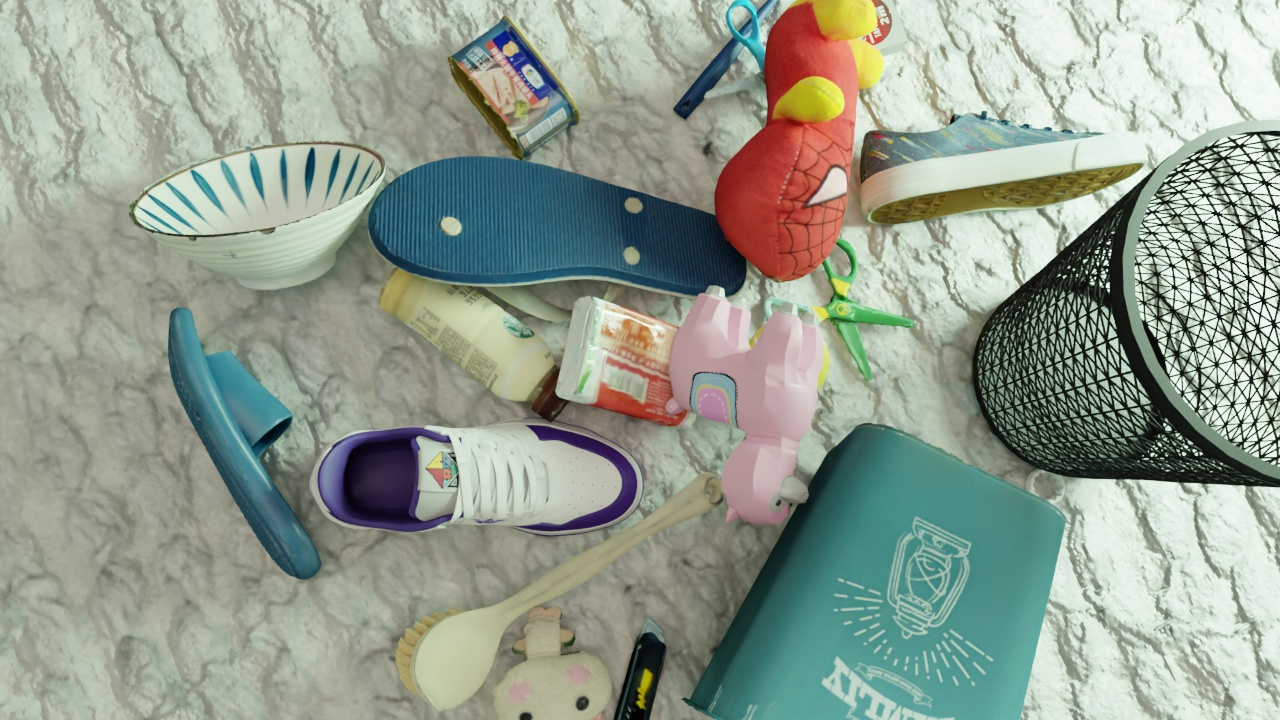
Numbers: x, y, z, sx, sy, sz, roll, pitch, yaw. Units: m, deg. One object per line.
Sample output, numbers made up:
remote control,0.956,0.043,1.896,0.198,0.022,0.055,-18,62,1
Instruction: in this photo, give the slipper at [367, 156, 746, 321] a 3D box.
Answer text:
slipper,-0.059,-0.090,0.712,0.294,0.060,0.118,6,65,-18

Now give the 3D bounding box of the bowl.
bowl,-0.271,-0.100,0.678,0.177,0.177,0.071,-9,123,-6

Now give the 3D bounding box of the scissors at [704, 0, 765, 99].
scissors,0.113,-0.242,0.765,0.133,0.014,0.127,-11,93,-13

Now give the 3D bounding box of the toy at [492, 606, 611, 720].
toy,-0.065,0.242,0.675,0.087,0.050,0.112,-11,88,-6

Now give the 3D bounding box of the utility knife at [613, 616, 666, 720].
utility knife,-0.010,0.279,0.687,0.028,0.020,0.174,16,79,-9

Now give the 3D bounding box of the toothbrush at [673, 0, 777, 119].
toothbrush,0.090,-0.279,0.776,0.016,0.017,0.189,38,81,2

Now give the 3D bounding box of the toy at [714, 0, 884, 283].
toy,0.123,-0.165,0.707,0.099,0.147,0.216,15,85,28

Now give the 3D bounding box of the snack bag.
snack bag,-0.004,0.004,0.693,0.115,0.036,0.077,17,79,-33

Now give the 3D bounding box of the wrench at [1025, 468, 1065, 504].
wrench,0.258,0.199,0.724,0.047,0.009,0.273,36,81,1

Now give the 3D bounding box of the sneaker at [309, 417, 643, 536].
sneaker,-0.118,0.083,0.659,0.244,0.111,0.091,0,82,-5

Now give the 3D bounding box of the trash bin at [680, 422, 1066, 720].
trash bin,0.164,0.181,0.632,0.196,0.199,0.218,26,74,6

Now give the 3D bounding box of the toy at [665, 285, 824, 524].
toy,0.073,0.033,0.652,0.123,0.067,0.157,15,90,31

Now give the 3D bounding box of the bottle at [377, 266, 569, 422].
bottle,-0.120,-0.016,0.701,0.162,0.056,0.056,37,80,1

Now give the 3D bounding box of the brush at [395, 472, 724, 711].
brush,-0.056,0.160,0.668,0.272,0.077,0.062,-32,120,-6

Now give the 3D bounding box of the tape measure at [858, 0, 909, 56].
tape measure,0.190,-0.287,0.783,0.062,0.020,0.060,-19,84,-6

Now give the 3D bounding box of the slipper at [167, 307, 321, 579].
slipper,-0.282,0.059,0.664,0.059,0.104,0.213,-28,92,-29

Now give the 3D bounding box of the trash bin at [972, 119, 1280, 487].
trash bin,0.364,-0.011,0.638,0.217,0.243,0.216,1,78,-6

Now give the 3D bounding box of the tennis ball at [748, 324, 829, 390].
tennis ball,0.114,0.000,0.713,0.065,0.065,0.065,1,82,-5

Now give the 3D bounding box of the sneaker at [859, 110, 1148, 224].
sneaker,0.291,-0.168,0.745,0.235,0.087,0.079,-8,77,-3

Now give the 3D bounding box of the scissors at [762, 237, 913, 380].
scissors,0.157,-0.040,0.749,0.127,0.011,0.125,-19,82,-6

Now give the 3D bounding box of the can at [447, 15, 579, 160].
can,-0.101,-0.216,0.733,0.059,0.054,0.100,-38,86,-8
